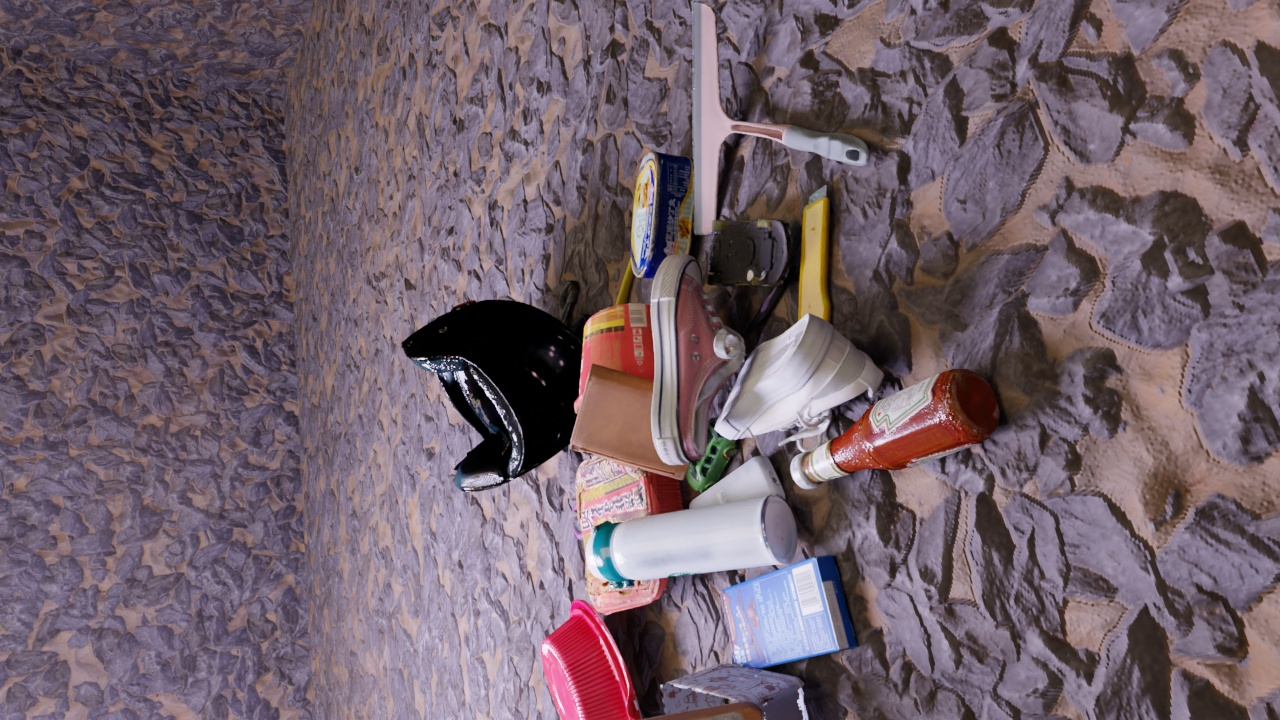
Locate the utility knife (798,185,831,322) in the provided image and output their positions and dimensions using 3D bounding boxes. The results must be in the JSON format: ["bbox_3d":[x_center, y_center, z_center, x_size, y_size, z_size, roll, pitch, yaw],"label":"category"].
[{"bbox_3d":[0.168,-0.084,0.873,0.033,0.015,0.164,4,92,38],"label":"utility knife"}]

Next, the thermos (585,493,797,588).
[{"bbox_3d":[0.044,0.187,0.929,0.225,0.073,0.073,-16,73,33],"label":"thermos"}]

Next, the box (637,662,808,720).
[{"bbox_3d":[0.064,0.394,0.828,0.154,0.180,0.182,-16,83,56],"label":"box"}]

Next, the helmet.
[{"bbox_3d":[-0.185,0.031,1.238,0.275,0.229,0.234,34,142,55],"label":"helmet"}]

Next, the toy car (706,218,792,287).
[{"bbox_3d":[0.112,-0.108,0.939,0.158,0.042,0.070,-163,77,-65],"label":"toy car"}]

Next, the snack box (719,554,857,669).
[{"bbox_3d":[0.138,0.248,0.887,0.158,0.026,0.084,-38,57,51],"label":"snack box"}]

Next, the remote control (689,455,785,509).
[{"bbox_3d":[0.099,0.149,0.959,0.136,0.020,0.056,-46,61,46],"label":"remote control"}]

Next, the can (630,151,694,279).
[{"bbox_3d":[0.025,-0.167,1.068,0.075,0.049,0.148,-173,87,-68],"label":"can"}]

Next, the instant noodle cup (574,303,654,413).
[{"bbox_3d":[-0.006,0.006,1.051,0.138,0.137,0.108,-41,45,49],"label":"instant noodle cup"}]

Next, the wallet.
[{"bbox_3d":[-0.004,0.074,0.972,0.035,0.130,0.119,-76,3,-62],"label":"wallet"}]

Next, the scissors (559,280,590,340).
[{"bbox_3d":[-0.111,-0.036,1.328,0.159,0.014,0.175,12,100,60],"label":"scissors"}]

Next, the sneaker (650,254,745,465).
[{"bbox_3d":[0.061,-0.009,0.909,0.088,0.118,0.240,-9,53,17],"label":"sneaker"}]

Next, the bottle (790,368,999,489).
[{"bbox_3d":[0.202,0.067,0.768,0.207,0.059,0.059,-36,58,52],"label":"bottle"}]

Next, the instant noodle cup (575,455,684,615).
[{"bbox_3d":[-0.008,0.195,1.077,0.165,0.079,0.188,-31,61,53],"label":"instant noodle cup"}]

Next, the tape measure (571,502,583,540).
[{"bbox_3d":[-0.067,0.210,1.208,0.058,0.039,0.057,14,100,58],"label":"tape measure"}]

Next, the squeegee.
[{"bbox_3d":[0.141,-0.221,0.908,0.250,0.040,0.248,30,129,50],"label":"squeegee"}]

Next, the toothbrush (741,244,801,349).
[{"bbox_3d":[0.134,-0.062,0.934,0.014,0.016,0.189,53,129,32],"label":"toothbrush"}]

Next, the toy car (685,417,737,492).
[{"bbox_3d":[0.073,0.103,0.997,0.043,0.036,0.091,55,136,43],"label":"toy car"}]

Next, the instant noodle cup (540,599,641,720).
[{"bbox_3d":[-0.068,0.393,1.118,0.194,0.065,0.194,45,144,47],"label":"instant noodle cup"}]

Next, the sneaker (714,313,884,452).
[{"bbox_3d":[0.145,0.031,0.858,0.089,0.091,0.243,-63,5,-21],"label":"sneaker"}]

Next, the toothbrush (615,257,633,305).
[{"bbox_3d":[-0.020,-0.098,1.180,0.016,0.015,0.190,48,128,54],"label":"toothbrush"}]
